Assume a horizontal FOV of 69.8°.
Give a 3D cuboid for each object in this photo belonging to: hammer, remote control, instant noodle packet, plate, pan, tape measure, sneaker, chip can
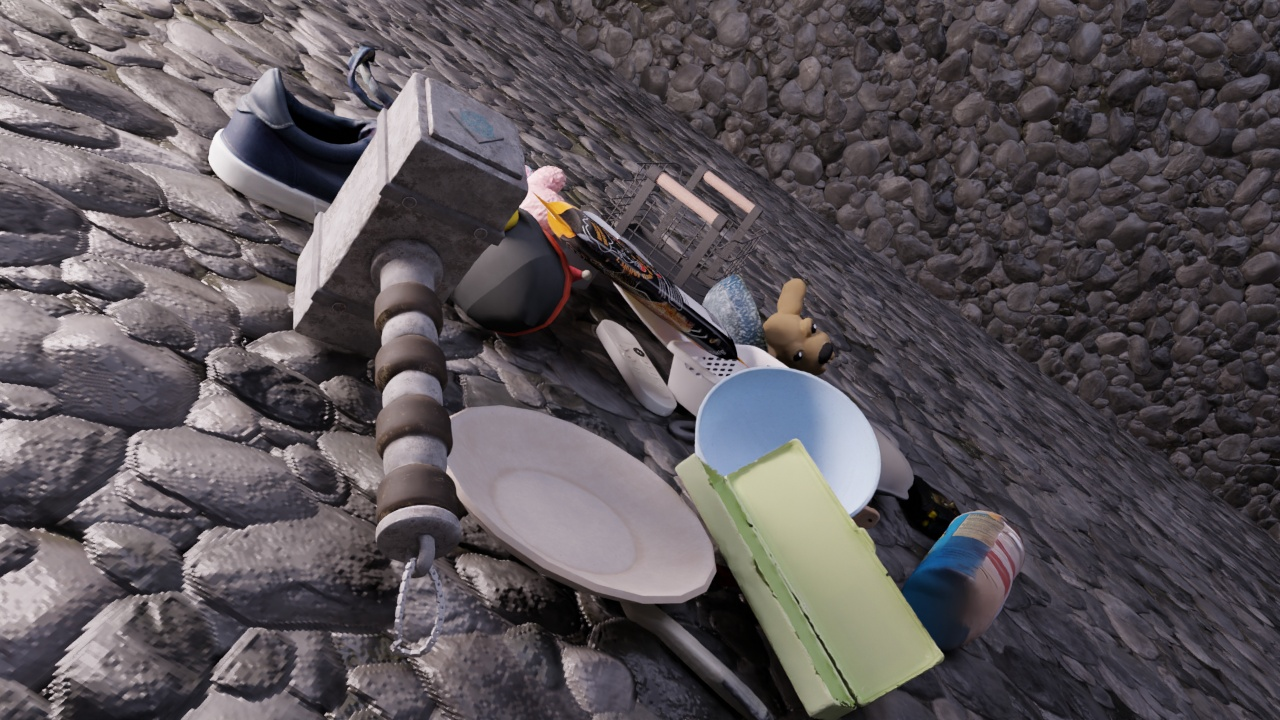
[{"bbox_3d":[-0.127,-0.001,0.508,0.079,0.177,0.325,21,37,-34],"label":"hammer"},{"bbox_3d":[-0.005,0.005,0.867,0.043,0.013,0.136,19,26,-38],"label":"remote control"},{"bbox_3d":[-0.003,-0.075,0.831,0.220,0.032,0.160,36,7,-22],"label":"instant noodle packet"},{"bbox_3d":[0.009,-0.079,0.979,0.208,0.015,0.208,49,14,-17],"label":"plate"},{"bbox_3d":[0.152,0.080,0.928,0.353,0.024,0.216,6,30,-44],"label":"pan"},{"bbox_3d":[0.319,0.163,0.998,0.062,0.038,0.067,31,20,-13],"label":"tape measure"},{"bbox_3d":[-0.194,-0.161,0.779,0.294,0.127,0.120,22,26,-39],"label":"sneaker"},{"bbox_3d":[-0.042,0.092,0.564,0.188,0.027,0.188,27,17,-9],"label":"plate"},{"bbox_3d":[0.301,0.196,0.845,0.080,0.080,0.229,43,22,19],"label":"chip can"}]

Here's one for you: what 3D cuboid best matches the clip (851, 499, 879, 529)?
[{"bbox_3d":[0.202,0.137,0.890,0.060,0.024,0.041,29,21,-7],"label":"clip"}]

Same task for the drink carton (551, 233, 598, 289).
[{"bbox_3d":[-0.098,-0.136,0.978,0.076,0.049,0.125,10,32,-50],"label":"drink carton"}]

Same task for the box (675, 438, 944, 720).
[{"bbox_3d":[0.103,0.145,0.623,0.130,0.064,0.188,-8,53,-34],"label":"box"}]

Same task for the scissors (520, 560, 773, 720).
[{"bbox_3d":[0.017,0.153,0.570,0.198,0.015,0.179,15,28,-42],"label":"scissors"}]

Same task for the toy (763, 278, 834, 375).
[{"bbox_3d":[0.188,-0.014,1.120,0.106,0.134,0.108,22,-17,30],"label":"toy"}]

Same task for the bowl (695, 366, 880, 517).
[{"bbox_3d":[0.111,0.086,0.749,0.150,0.075,0.150,5,52,-7],"label":"bowl"}]

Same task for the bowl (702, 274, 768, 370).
[{"bbox_3d":[0.096,-0.034,1.027,0.114,0.060,0.114,161,-88,-86],"label":"bowl"}]

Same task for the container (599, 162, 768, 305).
[{"bbox_3d":[0.056,-0.165,1.171,0.163,0.130,0.240,38,20,7],"label":"container"}]

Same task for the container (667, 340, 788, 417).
[{"bbox_3d":[0.085,0.023,0.873,0.129,0.050,0.081,3,26,-41],"label":"container"}]

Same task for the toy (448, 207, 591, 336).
[{"bbox_3d":[-0.103,-0.070,0.765,0.099,0.098,0.119,56,14,3],"label":"toy"}]

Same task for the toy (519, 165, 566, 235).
[{"bbox_3d":[-0.120,-0.161,0.924,0.108,0.053,0.104,5,52,20],"label":"toy"}]
